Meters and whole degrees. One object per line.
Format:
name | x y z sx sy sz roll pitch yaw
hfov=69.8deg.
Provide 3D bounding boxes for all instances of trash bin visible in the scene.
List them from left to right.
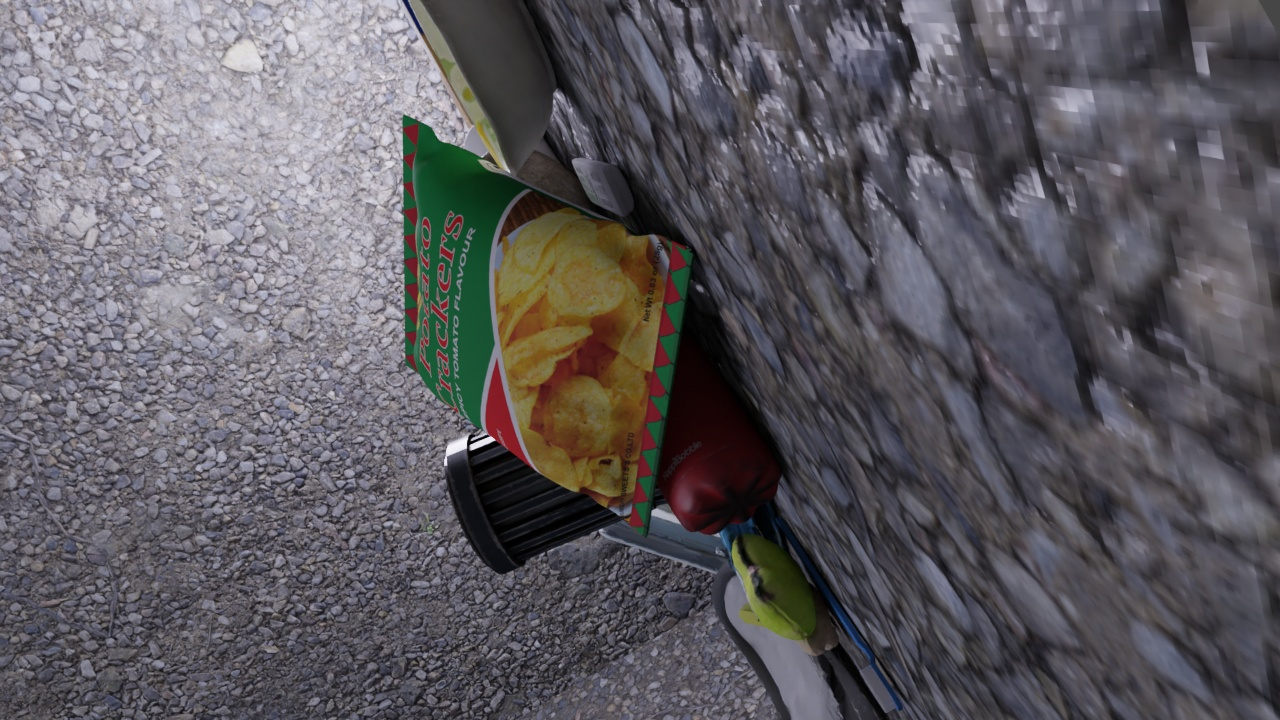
trash bin | -0.060 0.102 0.893 0.164 0.227 0.164 -19 -93 -88

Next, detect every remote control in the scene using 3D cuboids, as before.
remote control | -0.026 -0.119 0.614 0.033 0.012 0.131 64 175 -18

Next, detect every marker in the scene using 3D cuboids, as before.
marker | 0.125 0.227 0.800 0.124 0.021 0.017 162 113 -63

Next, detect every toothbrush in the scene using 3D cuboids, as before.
toothbrush | 0.137 0.179 0.663 0.166 0.014 0.016 58 175 41

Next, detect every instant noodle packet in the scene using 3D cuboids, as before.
instant noodle packet | -0.077 -0.026 0.589 0.253 0.090 0.196 30 127 32

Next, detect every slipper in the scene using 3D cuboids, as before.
slipper | 0.149 0.283 0.843 0.246 0.074 0.112 -127 39 -50

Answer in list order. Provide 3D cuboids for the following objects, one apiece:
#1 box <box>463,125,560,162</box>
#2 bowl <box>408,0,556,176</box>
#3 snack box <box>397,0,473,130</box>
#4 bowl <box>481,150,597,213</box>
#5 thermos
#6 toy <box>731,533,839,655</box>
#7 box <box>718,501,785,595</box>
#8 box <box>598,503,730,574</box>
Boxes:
box | -0.108 -0.161 0.893 0.106 0.080 0.150 57 171 37
bowl | -0.107 -0.216 0.608 0.188 0.060 0.219 58 174 35
snack box | -0.183 -0.308 0.949 0.207 0.057 0.056 62 172 -18
bowl | -0.073 -0.090 0.755 0.178 0.081 0.178 -1 -91 -74
thermos | 0.008 0.005 0.631 0.239 0.073 0.073 59 176 34
toy | 0.114 0.184 0.706 0.115 0.046 0.092 43 -168 -32
box | 0.088 0.122 0.776 0.232 0.052 0.093 66 -171 -53
box | 0.039 0.191 1.036 0.208 0.037 0.189 21 -179 -12
